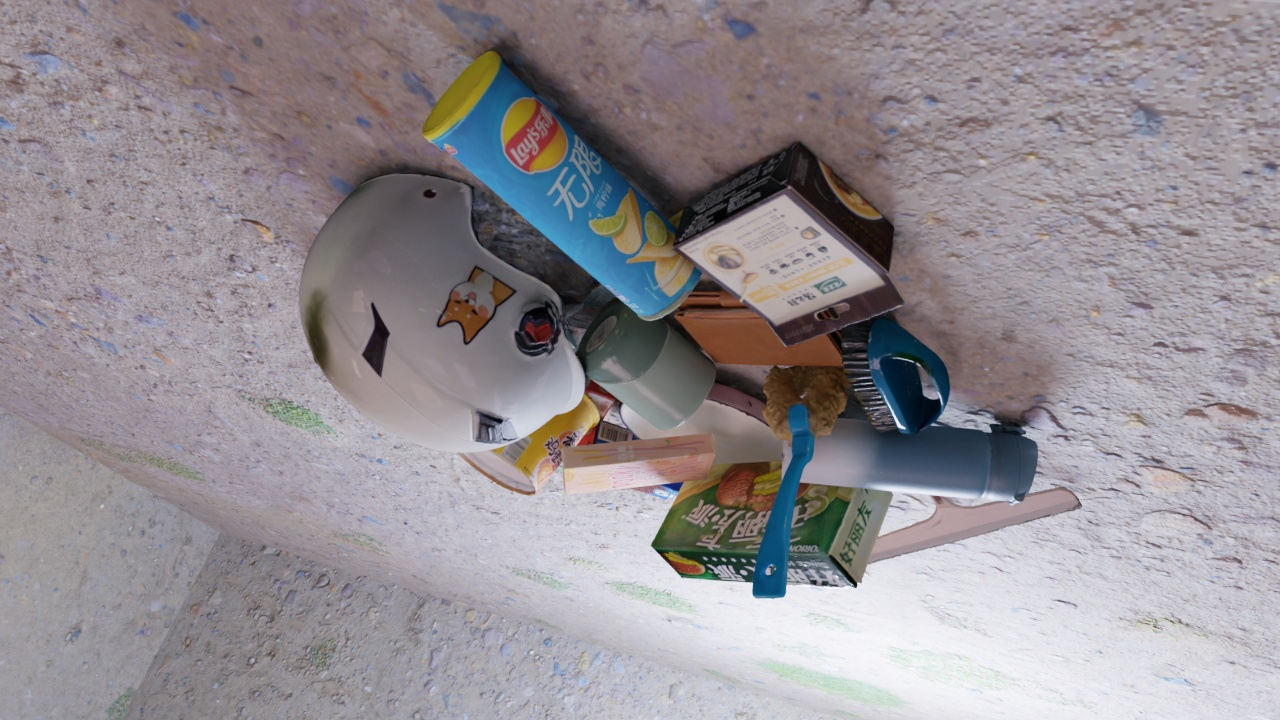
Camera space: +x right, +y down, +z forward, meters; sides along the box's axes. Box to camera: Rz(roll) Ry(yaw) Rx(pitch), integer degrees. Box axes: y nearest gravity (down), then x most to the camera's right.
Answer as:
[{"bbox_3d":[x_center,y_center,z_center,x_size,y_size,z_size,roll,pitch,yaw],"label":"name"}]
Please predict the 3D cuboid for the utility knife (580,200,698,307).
[{"bbox_3d":[0.001,-0.079,0.757,0.031,0.022,0.213,29,147,-18],"label":"utility knife"}]

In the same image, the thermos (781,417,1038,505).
[{"bbox_3d":[0.238,0.086,0.827,0.220,0.070,0.070,4,152,10],"label":"thermos"}]

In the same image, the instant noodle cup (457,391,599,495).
[{"bbox_3d":[-0.129,0.071,0.984,0.138,0.109,0.138,26,155,13],"label":"instant noodle cup"}]

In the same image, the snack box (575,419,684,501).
[{"bbox_3d":[0.025,0.129,1.084,0.207,0.057,0.058,20,156,-23],"label":"snack box"}]

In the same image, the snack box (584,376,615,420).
[{"bbox_3d":[-0.076,0.049,1.059,0.077,0.027,0.156,21,155,-5],"label":"snack box"}]

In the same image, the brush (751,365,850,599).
[{"bbox_3d":[0.123,0.084,0.745,0.083,0.253,0.046,-9,127,27],"label":"brush"}]

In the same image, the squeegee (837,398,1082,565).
[{"bbox_3d":[0.258,0.101,0.913,0.248,0.040,0.249,-26,124,38],"label":"squeegee"}]

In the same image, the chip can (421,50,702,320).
[{"bbox_3d":[-0.048,-0.115,0.641,0.210,0.071,0.071,40,149,-29],"label":"chip can"}]

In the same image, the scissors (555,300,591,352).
[{"bbox_3d":[-0.121,-0.047,0.911,0.181,0.019,0.171,29,155,-17],"label":"scissors"}]

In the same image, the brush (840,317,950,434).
[{"bbox_3d":[0.214,0.015,0.750,0.074,0.055,0.144,3,150,33],"label":"brush"}]

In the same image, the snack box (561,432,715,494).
[{"bbox_3d":[-0.004,0.109,0.963,0.157,0.026,0.085,-6,155,-6],"label":"snack box"}]

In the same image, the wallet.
[{"bbox_3d":[0.101,-0.027,0.775,0.132,0.031,0.108,0,152,36],"label":"wallet"}]

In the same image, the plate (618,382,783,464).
[{"bbox_3d":[0.073,0.065,0.971,0.192,0.039,0.193,16,155,7],"label":"plate"}]

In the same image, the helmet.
[{"bbox_3d":[-0.189,-0.016,0.795,0.231,0.156,0.274,-10,120,49],"label":"helmet"}]

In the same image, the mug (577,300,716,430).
[{"bbox_3d":[-0.005,0.005,0.847,0.106,0.082,0.112,37,149,-22],"label":"mug"}]

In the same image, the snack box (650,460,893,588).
[{"bbox_3d":[0.129,0.165,0.940,0.241,0.114,0.063,-10,129,48],"label":"snack box"}]

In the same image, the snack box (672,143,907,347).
[{"bbox_3d":[0.105,-0.075,0.640,0.125,0.053,0.113,33,147,-28],"label":"snack box"}]
